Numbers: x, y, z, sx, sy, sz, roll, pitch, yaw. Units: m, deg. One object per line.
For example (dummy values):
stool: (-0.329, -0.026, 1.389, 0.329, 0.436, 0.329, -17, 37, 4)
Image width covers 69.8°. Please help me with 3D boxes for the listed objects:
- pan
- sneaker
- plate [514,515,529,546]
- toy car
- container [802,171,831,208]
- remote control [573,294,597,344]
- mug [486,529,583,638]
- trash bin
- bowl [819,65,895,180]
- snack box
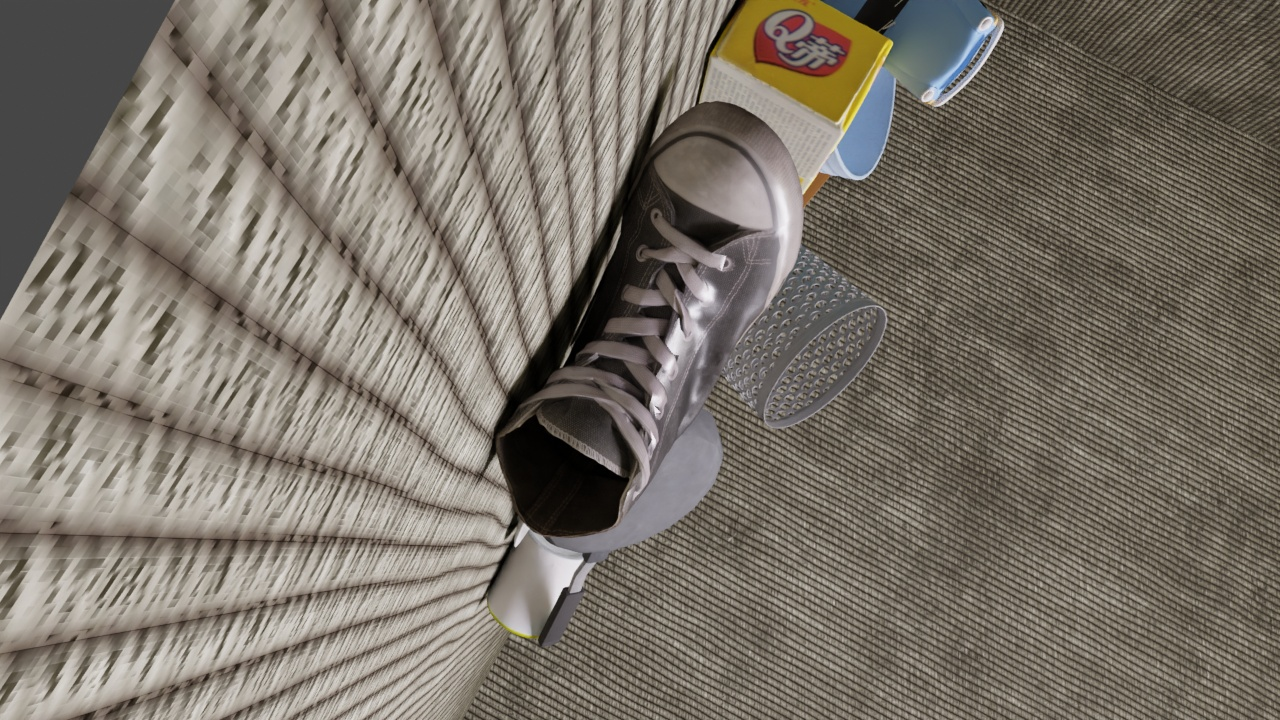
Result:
pan: (-0.036, 0.168, 0.824, 0.178, 0.041, 0.358, -5, 138, -30)
sneaker: (0.000, -0.012, 0.462, 0.119, 0.095, 0.235, -53, 175, -48)
plate: (-0.087, 0.111, 0.853, 0.134, 0.011, 0.134, -61, 177, -5)
toy car: (0.136, -0.211, 0.521, 0.054, 0.153, 0.056, -3, 140, -43)
container: (0.189, -0.264, 1.084, 0.167, 0.132, 0.132, -55, 176, -9)
remote control: (-0.002, -0.058, 0.617, 0.074, 0.019, 0.150, -63, 177, 26)
mug: (-0.103, 0.222, 0.955, 0.106, 0.082, 0.082, -63, 177, 20)
trash bin: (0.125, -0.051, 0.929, 0.156, 0.183, 0.157, -30, 149, -21)
bowl: (0.125, -0.206, 0.658, 0.150, 0.075, 0.150, -18, 111, -56)
snack box: (0.083, -0.156, 0.528, 0.061, 0.083, 0.106, -60, 178, -8)
